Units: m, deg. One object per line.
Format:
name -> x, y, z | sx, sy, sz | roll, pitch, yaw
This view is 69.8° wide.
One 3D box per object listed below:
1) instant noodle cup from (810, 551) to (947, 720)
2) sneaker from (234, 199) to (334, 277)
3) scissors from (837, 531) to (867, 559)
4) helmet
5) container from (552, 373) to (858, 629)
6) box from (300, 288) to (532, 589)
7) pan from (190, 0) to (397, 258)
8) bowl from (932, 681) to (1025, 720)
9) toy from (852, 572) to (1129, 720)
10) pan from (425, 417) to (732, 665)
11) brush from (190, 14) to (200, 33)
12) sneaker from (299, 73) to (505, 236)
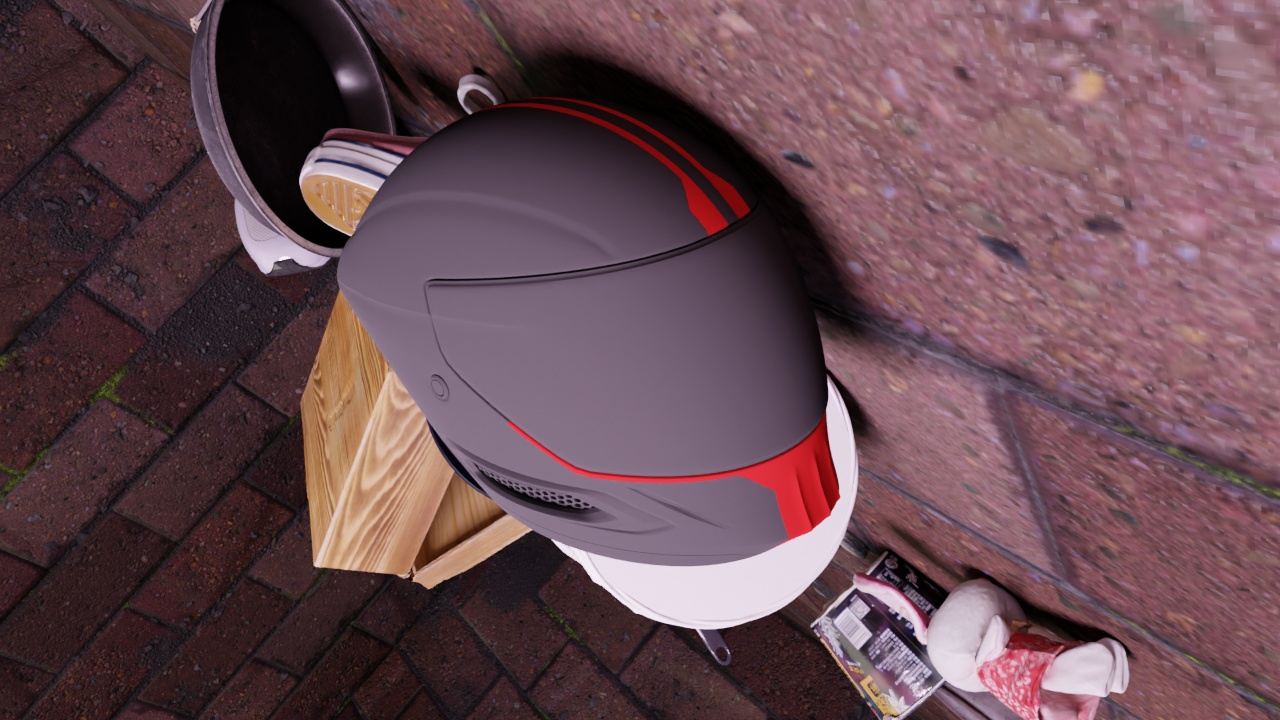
instant noodle cup -> 0.234, 0.252, 0.858 | 0.112, 0.137, 0.137 | 46, 173, 17
sneaker -> -0.266, -0.181, 0.684 | 0.124, 0.089, 0.239 | 79, -177, -48
scissors -> 0.179, 0.163, 0.980 | 0.169, 0.012, 0.157 | 33, 166, 43
helmet -> -0.028, -0.032, 0.422 | 0.265, 0.163, 0.170 | 19, 125, 32
container -> 0.022, 0.068, 0.620 | 0.189, 0.189, 0.187 | 42, 170, -8
box -> -0.202, 0.071, 0.970 | 0.263, 0.270, 0.279 | 15, -155, -32
pan -> -0.236, -0.215, 0.531 | 0.055, 0.186, 0.357 | -5, 137, 18
bowl -> 0.362, 0.341, 0.910 | 0.145, 0.067, 0.145 | 39, 171, 7
toy -> 0.259, 0.206, 0.668 | 0.159, 0.084, 0.194 | 23, 173, -18
pan -> -0.028, 0.087, 0.723 | 0.356, 0.198, 0.021 | 57, 164, 2
brush -> -0.353, -0.237, 0.886 | 0.271, 0.056, 0.083 | 55, 164, 16
sneaker -> -0.083, -0.098, 0.571 | 0.241, 0.087, 0.118 | 18, 149, -1
